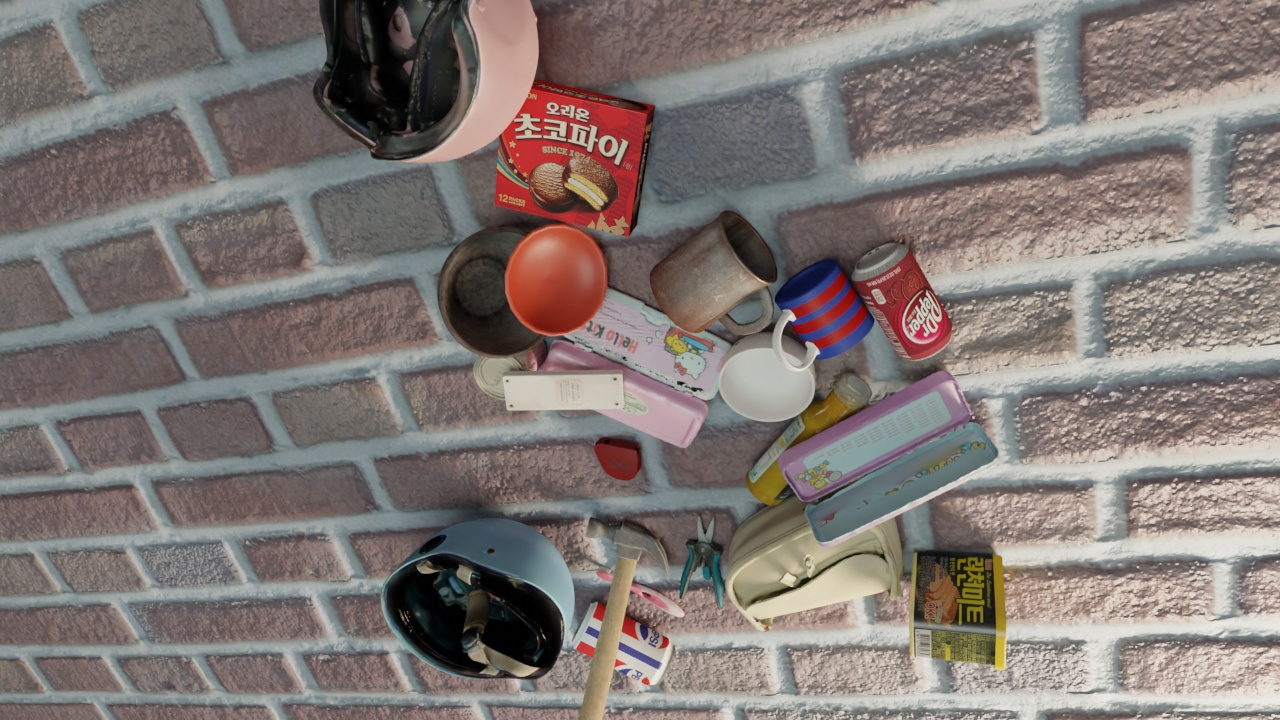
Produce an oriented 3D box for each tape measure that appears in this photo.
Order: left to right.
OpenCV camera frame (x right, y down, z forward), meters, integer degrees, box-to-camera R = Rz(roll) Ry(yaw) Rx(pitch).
[{"bbox_3d":[-0.028,0.124,1.155,0.059,0.019,0.051,10,123,19],"label":"tape measure"}]

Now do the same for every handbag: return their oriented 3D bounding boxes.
[{"bbox_3d":[0.204,0.258,1.105,0.230,0.131,0.184,-20,117,27],"label":"handbag"}]

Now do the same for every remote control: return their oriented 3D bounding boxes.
[{"bbox_3d":[-0.088,0.034,1.047,0.136,0.011,0.050,-1,126,2],"label":"remote control"}]

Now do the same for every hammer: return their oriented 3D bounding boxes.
[{"bbox_3d":[-0.044,0.376,1.225,0.119,0.030,0.331,13,97,2],"label":"hammer"}]

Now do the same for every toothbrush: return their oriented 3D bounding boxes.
[{"bbox_3d":[0.001,0.317,1.259,0.135,0.016,0.022,28,123,-3],"label":"toothbrush"}]

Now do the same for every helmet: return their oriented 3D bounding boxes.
[{"bbox_3d":[-0.195,-0.311,0.869,0.255,0.152,0.231,47,123,24],"label":"helmet"},{"bbox_3d":[-0.207,0.313,1.226,0.266,0.166,0.225,-13,112,21],"label":"helmet"}]

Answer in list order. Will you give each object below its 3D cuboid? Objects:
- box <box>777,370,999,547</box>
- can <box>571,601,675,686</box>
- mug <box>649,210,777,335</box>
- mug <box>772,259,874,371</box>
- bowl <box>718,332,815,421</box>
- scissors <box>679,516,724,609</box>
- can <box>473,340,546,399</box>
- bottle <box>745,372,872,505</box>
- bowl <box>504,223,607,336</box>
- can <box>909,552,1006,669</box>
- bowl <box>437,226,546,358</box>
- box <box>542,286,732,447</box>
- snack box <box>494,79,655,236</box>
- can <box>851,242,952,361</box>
[{"bbox_3d":[0.264,0.111,0.983,0.214,0.092,0.090,-29,126,11],"label":"box"},{"bbox_3d":[-0.024,0.394,1.276,0.132,0.070,0.070,27,122,0],"label":"can"},{"bbox_3d":[0.084,-0.077,0.960,0.110,0.096,0.123,-36,81,36],"label":"mug"},{"bbox_3d":[0.178,-0.042,0.951,0.076,0.111,0.075,53,162,-15],"label":"mug"},{"bbox_3d":[0.142,0.013,1.017,0.105,0.054,0.105,8,127,10],"label":"bowl"},{"bbox_3d":[0.082,0.271,1.205,0.121,0.019,0.150,-27,103,31],"label":"scissors"},{"bbox_3d":[-0.153,0.000,1.087,0.067,0.076,0.067,7,120,12],"label":"can"},{"bbox_3d":[0.193,0.090,1.051,0.053,0.053,0.187,33,122,-4],"label":"bottle"},{"bbox_3d":[-0.097,-0.089,1.005,0.035,0.121,0.122,21,137,58],"label":"bowl"},{"bbox_3d":[0.367,0.286,1.066,0.101,0.130,0.073,0,119,19],"label":"can"},{"bbox_3d":[-0.166,-0.079,1.030,0.067,0.144,0.145,21,137,58],"label":"bowl"},{"bbox_3d":[-0.008,0.010,1.063,0.201,0.058,0.156,24,122,1],"label":"box"},{"bbox_3d":[-0.072,-0.214,0.965,0.152,0.035,0.133,15,122,8],"label":"snack box"},{"bbox_3d":[0.268,-0.060,0.937,0.063,0.063,0.114,-26,108,27],"label":"can"}]
